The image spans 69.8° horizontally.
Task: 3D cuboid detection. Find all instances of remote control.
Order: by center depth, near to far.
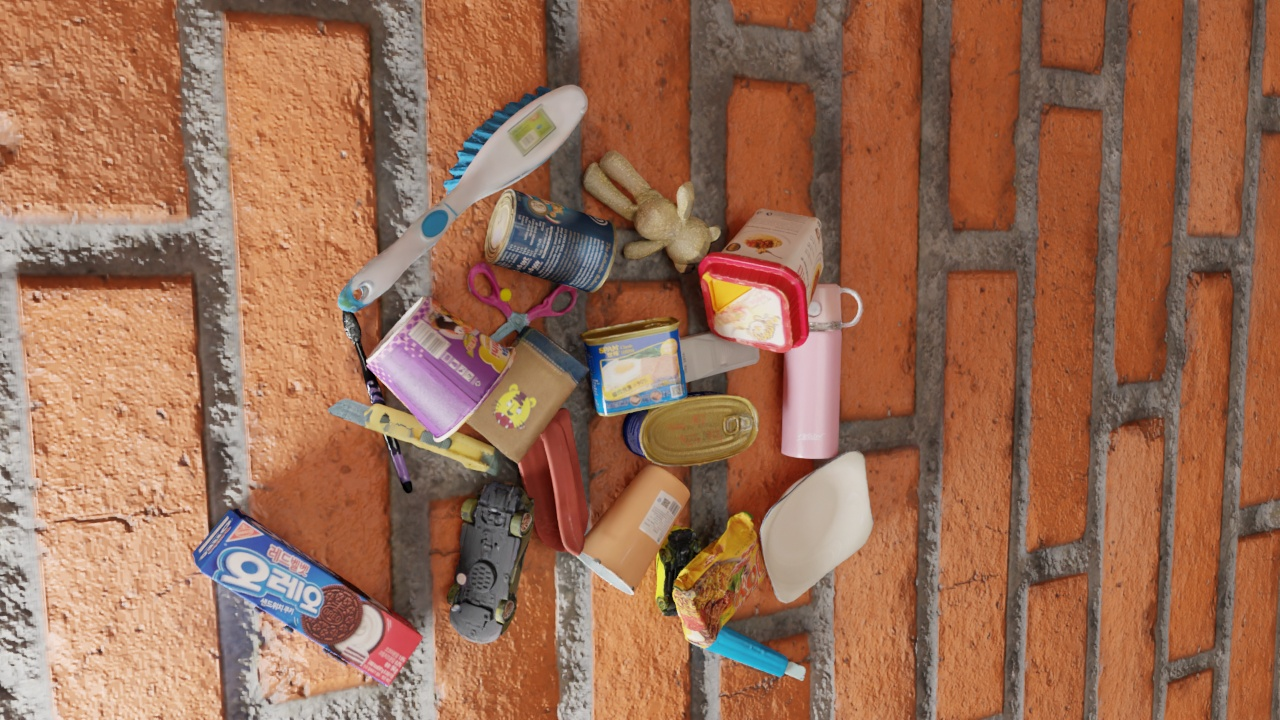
[{"bbox_3d":[0.077,-0.007,1.016,0.124,0.024,0.049,-15,101,-24],"label":"remote control"}]

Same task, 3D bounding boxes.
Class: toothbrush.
[{"bbox_3d":[-0.246,0.040,0.862,0.014,0.017,0.189,-20,105,-18],"label":"toothbrush"}]

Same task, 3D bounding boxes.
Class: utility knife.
[{"bbox_3d":[-0.210,0.071,0.878,0.183,0.019,0.031,24,80,-28],"label":"utility knife"},{"bbox_3d":[0.133,0.346,1.081,0.182,0.018,0.034,31,96,-27],"label":"utility knife"}]

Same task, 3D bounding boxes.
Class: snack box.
[{"bbox_3d":[-0.298,0.215,0.829,0.207,0.057,0.058,43,73,-23],"label":"snack box"}]

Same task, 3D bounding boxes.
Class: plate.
[{"bbox_3d":[0.200,0.188,1.072,0.163,0.034,0.164,-31,128,-21],"label":"plate"}]

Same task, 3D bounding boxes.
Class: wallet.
[{"bbox_3d":[-0.114,0.030,0.886,0.115,0.090,0.033,-54,150,-3],"label":"wallet"}]

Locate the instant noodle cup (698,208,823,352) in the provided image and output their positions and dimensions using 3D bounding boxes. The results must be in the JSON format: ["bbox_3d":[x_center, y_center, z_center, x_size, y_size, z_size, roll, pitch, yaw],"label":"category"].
[{"bbox_3d":[0.137,-0.090,0.977,0.124,0.117,0.116,-57,148,-33],"label":"instant noodle cup"}]

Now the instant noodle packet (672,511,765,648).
[{"bbox_3d":[0.090,0.243,1.012,0.128,0.044,0.111,-42,135,-33],"label":"instant noodle packet"}]

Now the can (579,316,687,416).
[{"bbox_3d":[-0.006,0.006,0.948,0.102,0.057,0.083,-11,103,-10],"label":"can"}]

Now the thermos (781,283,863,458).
[{"bbox_3d":[0.207,0.011,1.053,0.087,0.067,0.198,3,95,10],"label":"thermos"}]

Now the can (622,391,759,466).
[{"bbox_3d":[0.055,0.073,0.997,0.148,0.049,0.074,-7,98,-26],"label":"can"}]

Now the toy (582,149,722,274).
[{"bbox_3d":[0.010,-0.155,0.952,0.157,0.066,0.105,36,111,-21],"label":"toy"}]

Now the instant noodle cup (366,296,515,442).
[{"bbox_3d":[-0.188,0.002,0.842,0.099,0.112,0.111,41,76,-14],"label":"instant noodle cup"}]

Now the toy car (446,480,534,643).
[{"bbox_3d":[-0.147,0.197,0.901,0.042,0.070,0.158,13,89,-66],"label":"toy car"}]

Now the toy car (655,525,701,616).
[{"bbox_3d":[0.038,0.232,1.014,0.048,0.032,0.105,-11,111,-34],"label":"toy car"}]

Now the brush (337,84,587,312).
[{"bbox_3d":[-0.161,-0.154,0.833,0.314,0.109,0.060,-45,115,-17],"label":"brush"}]

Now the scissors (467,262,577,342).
[{"bbox_3d":[-0.121,-0.045,0.917,0.133,0.017,0.133,-36,114,-20],"label":"scissors"}]

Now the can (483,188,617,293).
[{"bbox_3d":[-0.089,-0.115,0.892,0.111,0.075,0.075,14,88,-27],"label":"can"}]

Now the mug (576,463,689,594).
[{"bbox_3d":[-0.005,0.173,0.965,0.078,0.078,0.122,45,71,-23],"label":"mug"}]

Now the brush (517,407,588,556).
[{"bbox_3d":[-0.086,0.125,0.920,0.063,0.069,0.146,-15,102,-24],"label":"brush"}]
